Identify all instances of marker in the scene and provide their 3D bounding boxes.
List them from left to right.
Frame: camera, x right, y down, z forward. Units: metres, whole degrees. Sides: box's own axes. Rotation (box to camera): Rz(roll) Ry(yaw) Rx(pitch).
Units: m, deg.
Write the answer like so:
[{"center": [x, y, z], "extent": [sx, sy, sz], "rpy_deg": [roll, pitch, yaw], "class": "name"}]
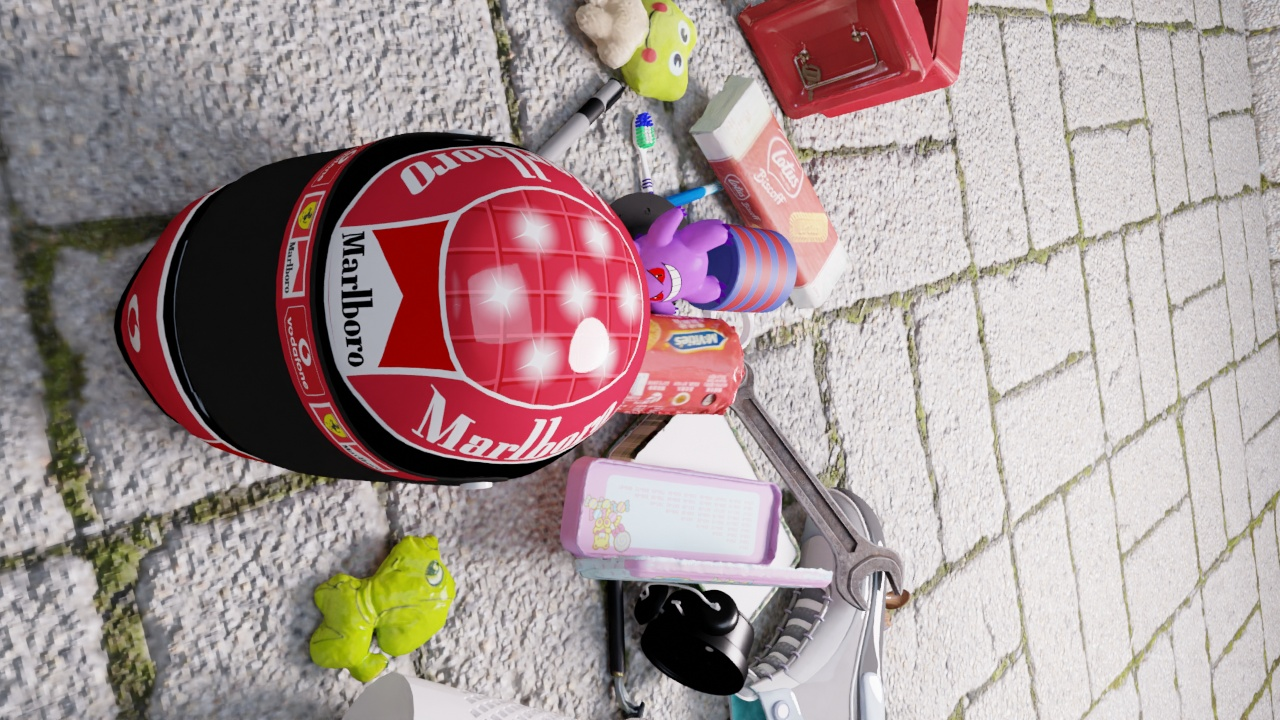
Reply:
[{"center": [-0.056, -0.177, 0.718], "extent": [0.016, 0.016, 0.140], "rpy_deg": [54, 56, -26], "class": "marker"}, {"center": [0.064, -0.155, 0.828], "extent": [0.141, 0.013, 0.013], "rpy_deg": [-26, 105, -40], "class": "marker"}]

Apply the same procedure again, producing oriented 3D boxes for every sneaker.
[{"center": [0.141, 0.244, 0.835], "extent": [0.160, 0.093, 0.256], "rpy_deg": [5, 83, -33], "class": "sneaker"}]

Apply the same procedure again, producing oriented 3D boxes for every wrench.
[{"center": [0.144, 0.108, 0.822], "extent": [0.070, 0.010, 0.273], "rpy_deg": [-37, 91, -22], "class": "wrench"}]

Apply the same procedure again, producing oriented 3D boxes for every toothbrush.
[{"center": [0.010, -0.116, 0.775], "extent": [0.015, 0.016, 0.186], "rpy_deg": [-8, 93, -38], "class": "toothbrush"}]

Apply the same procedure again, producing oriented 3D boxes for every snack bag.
[{"center": [-0.004, 0.004, 0.695], "extent": [0.176, 0.082, 0.082], "rpy_deg": [3, 85, -25], "class": "snack bag"}, {"center": [0.126, -0.151, 0.854], "extent": [0.077, 0.041, 0.225], "rpy_deg": [-55, 129, -25], "class": "snack bag"}]

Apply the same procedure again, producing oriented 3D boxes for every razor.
[{"center": [-0.016, 0.222, 0.732], "extent": [0.043, 0.022, 0.144], "rpy_deg": [17, 66, -84], "class": "razor"}]

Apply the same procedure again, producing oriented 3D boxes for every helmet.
[{"center": [-0.118, -0.026, 0.516], "extent": [0.270, 0.225, 0.197], "rpy_deg": [-2, 89, -44], "class": "helmet"}]

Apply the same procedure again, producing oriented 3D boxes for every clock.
[{"center": [-0.004, -0.074, 0.737], "extent": [0.094, 0.035, 0.122], "rpy_deg": [1, 91, -31], "class": "clock"}, {"center": [0.045, 0.218, 0.738], "extent": [0.042, 0.091, 0.121], "rpy_deg": [-58, 133, -40], "class": "clock"}]

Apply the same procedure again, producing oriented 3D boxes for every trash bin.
[{"center": [-0.089, 0.291, 0.563], "extent": [0.199, 0.196, 0.195], "rpy_deg": [33, 66, -26], "class": "trash bin"}]

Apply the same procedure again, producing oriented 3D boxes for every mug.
[{"center": [0.080, -0.062, 0.802], "extent": [0.076, 0.075, 0.112], "rpy_deg": [0, 104, -42], "class": "mug"}]

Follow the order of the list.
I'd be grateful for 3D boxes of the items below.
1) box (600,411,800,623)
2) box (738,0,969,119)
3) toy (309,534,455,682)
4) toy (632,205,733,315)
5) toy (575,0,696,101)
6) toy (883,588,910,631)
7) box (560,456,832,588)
[{"center": [0.054, 0.128, 0.781], "extent": [0.117, 0.050, 0.205], "rpy_deg": [-44, 115, -30], "class": "box"}, {"center": [0.219, -0.320, 0.884], "extent": [0.164, 0.158, 0.152], "rpy_deg": [-47, 120, -36], "class": "box"}, {"center": [-0.163, 0.158, 0.592], "extent": [0.093, 0.036, 0.094], "rpy_deg": [12, 78, -33], "class": "toy"}, {"center": [0.016, -0.073, 0.693], "extent": [0.088, 0.056, 0.106], "rpy_deg": [-20, 138, -22], "class": "toy"}, {"center": [-0.003, -0.268, 0.754], "extent": [0.117, 0.043, 0.092], "rpy_deg": [21, 75, -38], "class": "toy"}, {"center": [0.234, 0.260, 0.941], "extent": [0.101, 0.042, 0.054], "rpy_deg": [13, 57, -33], "class": "toy"}, {"center": [0.051, 0.129, 0.687], "extent": [0.214, 0.093, 0.089], "rpy_deg": [13, 81, -38], "class": "box"}]
